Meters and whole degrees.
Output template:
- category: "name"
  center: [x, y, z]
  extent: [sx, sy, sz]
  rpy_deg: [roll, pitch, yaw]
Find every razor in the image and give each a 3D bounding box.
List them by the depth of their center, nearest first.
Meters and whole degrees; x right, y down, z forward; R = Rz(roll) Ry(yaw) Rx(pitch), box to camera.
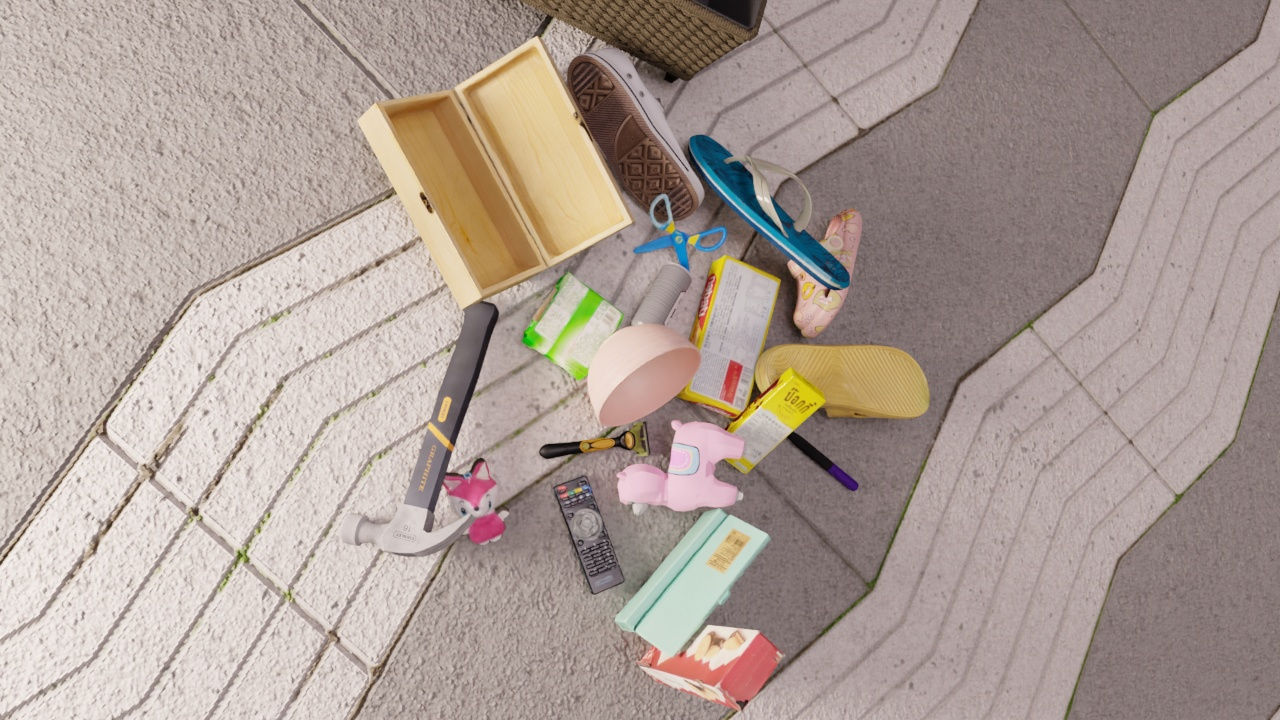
- category: "razor"
  center: [-0.057, 0.106, 1.149]
  extent: [0.144, 0.021, 0.044]
  rpy_deg: [-6, 85, -20]

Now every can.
- category: "can"
  center: [0.026, -0.074, 1.192]
  extent: [0.044, 0.044, 0.106]
  rpy_deg: [34, 72, -14]

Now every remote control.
- category: "remote control"
  center: [-0.064, 0.214, 1.130]
  extent: [0.045, 0.021, 0.140]
  rpy_deg: [-18, 84, -24]

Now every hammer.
- category: "hammer"
  center: [-0.232, 0.072, 1.061]
  extent: [0.139, 0.035, 0.312]
  rpy_deg: [10, 70, 9]

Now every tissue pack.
- category: "tissue pack"
  center: [-0.084, -0.045, 1.151]
  extent: [0.099, 0.034, 0.113]
  rpy_deg: [37, 71, -15]

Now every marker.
- category: "marker"
  center: [0.250, 0.138, 1.262]
  extent: [0.134, 0.018, 0.015]
  rpy_deg: [39, 91, -12]

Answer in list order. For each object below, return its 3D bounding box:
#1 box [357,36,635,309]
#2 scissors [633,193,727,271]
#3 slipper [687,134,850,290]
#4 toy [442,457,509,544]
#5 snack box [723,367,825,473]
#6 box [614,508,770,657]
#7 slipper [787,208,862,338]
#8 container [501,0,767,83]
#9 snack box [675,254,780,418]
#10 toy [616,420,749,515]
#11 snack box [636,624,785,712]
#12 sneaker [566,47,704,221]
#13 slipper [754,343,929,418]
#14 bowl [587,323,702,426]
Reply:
- category: "box"
  center: [-0.168, -0.221, 1.100]
  extent: [0.252, 0.119, 0.247]
  rpy_deg: [-28, 95, -11]
- category: "scissors"
  center: [0.051, -0.162, 1.206]
  extent: [0.125, 0.013, 0.127]
  rpy_deg: [-17, 113, 3]
- category: "slipper"
  center: [0.173, -0.208, 1.197]
  extent: [0.295, 0.060, 0.118]
  rpy_deg: [47, 35, 12]
- category: "toy"
  center: [-0.189, 0.168, 1.075]
  extent: [0.065, 0.050, 0.102]
  rpy_deg: [-23, 96, -27]
- category: "snack box"
  center: [0.164, 0.079, 1.183]
  extent: [0.061, 0.025, 0.149]
  rpy_deg: [36, 113, -20]
- category: "box"
  center: [0.057, 0.261, 1.108]
  extent: [0.186, 0.138, 0.055]
  rpy_deg: [-47, 107, -21]
- category: "slipper"
  center: [0.246, -0.130, 1.265]
  extent: [0.081, 0.093, 0.197]
  rpy_deg: [22, 74, -6]
- category: "container"
  center: [-0.019, -0.498, 1.146]
  extent: [0.320, 0.205, 0.176]
  rpy_deg: [21, 75, -17]
- category: "snack box"
  center: [0.117, -0.032, 1.223]
  extent: [0.092, 0.042, 0.200]
  rpy_deg: [21, 76, -18]
- category: "toy"
  center: [0.051, 0.136, 1.145]
  extent: [0.157, 0.067, 0.123]
  rpy_deg: [7, 84, -1]
- category: "snack box"
  center: [0.069, 0.335, 1.027]
  extent: [0.044, 0.273, 0.076]
  rpy_deg: [45, 70, -3]
- category: "sneaker"
  center: [0.005, -0.301, 1.204]
  extent: [0.245, 0.091, 0.096]
  rpy_deg: [52, 43, -11]
- category: "slipper"
  center: [0.271, 0.028, 1.253]
  extent: [0.263, 0.078, 0.099]
  rpy_deg: [5, 80, -20]
- category: "bowl"
  center: [-0.007, 0.007, 1.126]
  extent: [0.152, 0.153, 0.076]
  rpy_deg: [-24, 65, -22]
